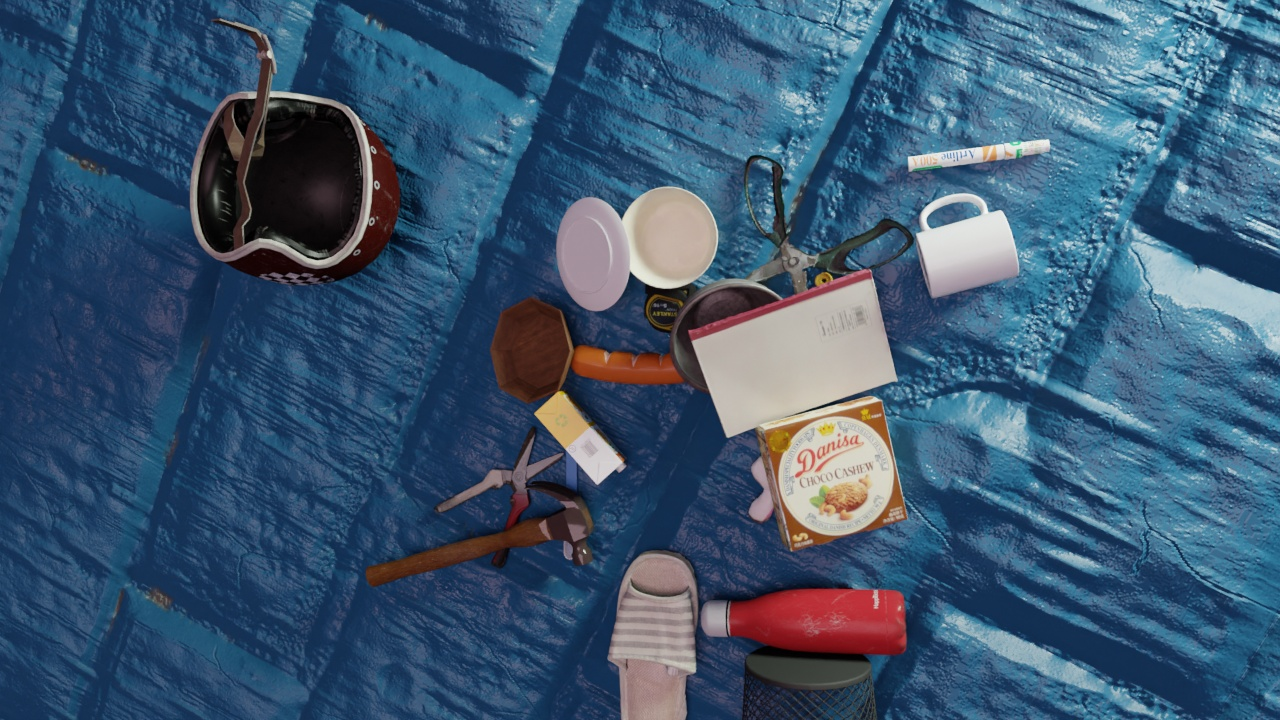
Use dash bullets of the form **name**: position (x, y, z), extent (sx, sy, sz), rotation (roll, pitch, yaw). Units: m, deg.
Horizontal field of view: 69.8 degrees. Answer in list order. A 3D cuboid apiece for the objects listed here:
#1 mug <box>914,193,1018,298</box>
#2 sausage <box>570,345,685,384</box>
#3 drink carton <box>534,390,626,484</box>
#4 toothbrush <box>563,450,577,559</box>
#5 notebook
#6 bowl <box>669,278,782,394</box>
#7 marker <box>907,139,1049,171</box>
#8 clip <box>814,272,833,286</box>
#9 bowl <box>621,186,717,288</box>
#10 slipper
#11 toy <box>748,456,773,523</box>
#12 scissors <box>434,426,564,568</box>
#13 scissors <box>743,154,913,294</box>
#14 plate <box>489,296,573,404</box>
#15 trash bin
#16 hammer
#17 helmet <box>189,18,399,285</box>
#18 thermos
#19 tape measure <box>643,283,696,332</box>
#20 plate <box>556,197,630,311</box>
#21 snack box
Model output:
- **mug**: position (0.350, -0.131, 1.002), extent (0.091, 0.074, 0.110), rotation (-15, 68, 15)
- **sausage**: position (-0.007, 0.007, 1.117), extent (0.164, 0.039, 0.044), rotation (3, 98, 13)
- **drink carton**: position (-0.071, 0.096, 1.131), extent (0.040, 0.058, 0.122), rotation (-42, 86, 4)
- **toothbrush**: position (-0.089, 0.174, 1.172), extent (0.016, 0.014, 0.166), rotation (2, 97, 13)
- **notebook**: position (0.174, -0.005, 1.035), extent (0.209, 0.012, 0.153), rotation (-19, 119, 5)
- **bowl**: position (0.102, -0.037, 1.055), extent (0.145, 0.067, 0.145), rotation (-2, 121, -4)
- **marker**: position (0.369, -0.225, 1.006), extent (0.146, 0.017, 0.017), rotation (-5, 96, 14)
- **clip**: position (0.218, -0.075, 1.058), extent (0.054, 0.046, 0.048), rotation (-21, 117, 17)
- **bowl**: position (0.038, -0.143, 1.074), extent (0.115, 0.062, 0.115), rotation (2, 97, 13)
- **slipper**: position (0.018, 0.374, 1.155), extent (0.114, 0.054, 0.273), rotation (7, 100, 18)
- **toy**: position (0.171, 0.141, 1.092), extent (0.079, 0.038, 0.123), rotation (12, 101, 18)
- **scissors**: position (-0.186, 0.178, 1.195), extent (0.179, 0.015, 0.198), rotation (3, 98, 13)
- **scissors**: position (0.192, -0.155, 1.048), extent (0.202, 0.015, 0.205), rotation (-21, 86, 18)
- **plate**: position (-0.129, -0.012, 1.133), extent (0.132, 0.025, 0.131), rotation (-1, 88, 35)
- **trash bin**: position (0.195, 0.452, 1.061), extent (0.184, 0.184, 0.210), rotation (-2, 91, 14)
- **hammer**: position (-0.214, 0.241, 1.186), extent (0.323, 0.033, 0.115), rotation (-18, 95, 16)
- **helmet**: position (-0.411, -0.209, 1.077), extent (0.234, 0.253, 0.233), rotation (-17, 77, 39)
- **thermos**: position (0.191, 0.308, 1.091), extent (0.240, 0.073, 0.073), rotation (-3, 96, 15)
- **tape measure**: position (0.035, -0.064, 1.100), extent (0.062, 0.034, 0.061), rotation (7, 96, 14)
- **plate**: position (-0.062, -0.125, 1.090), extent (0.135, 0.011, 0.134), rotation (13, 108, 45)
- **snack box**: position (0.219, 0.129, 1.053), extent (0.143, 0.041, 0.147), rotation (-14, 93, -6)
